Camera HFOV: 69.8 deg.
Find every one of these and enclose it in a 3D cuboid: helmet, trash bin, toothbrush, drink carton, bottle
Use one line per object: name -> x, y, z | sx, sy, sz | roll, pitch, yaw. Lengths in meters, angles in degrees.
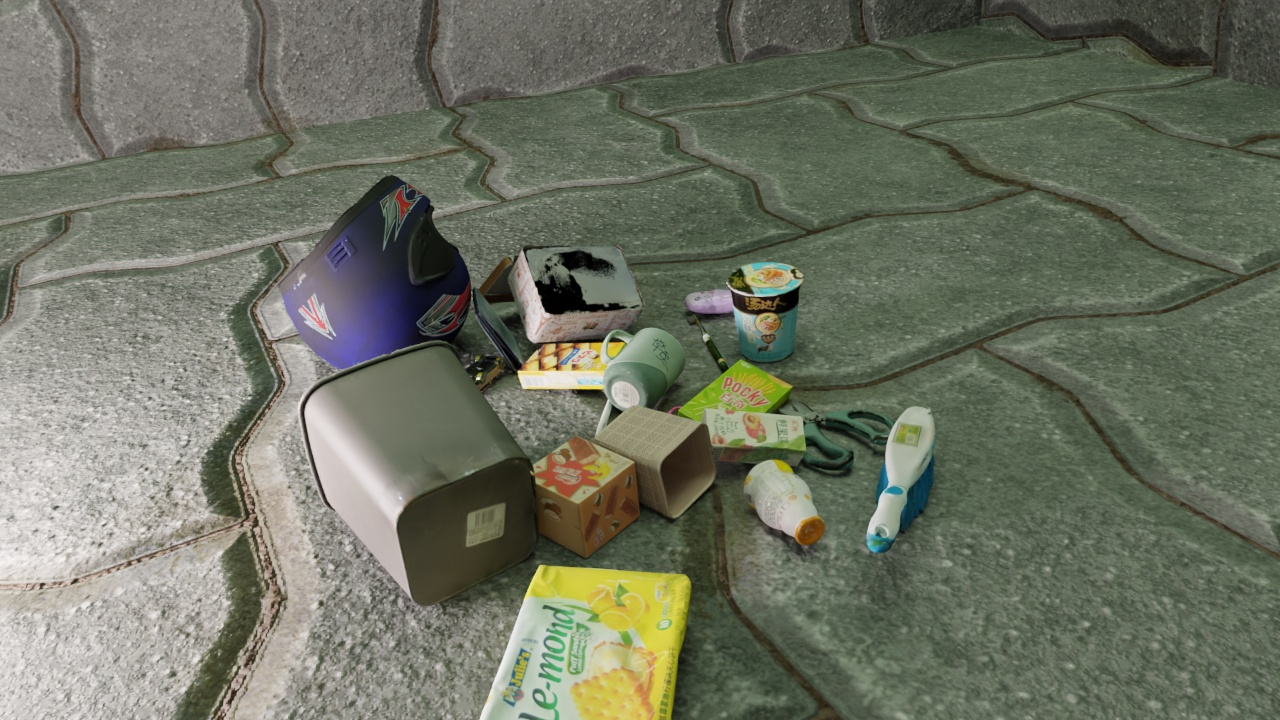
helmet -> -0.373, -0.112, 1.377 | 0.248, 0.240, 0.314 | -34, 21, 33
trash bin -> -0.231, 0.124, 1.003 | 0.198, 0.199, 0.220 | -23, 40, -29
toothbrush -> 0.100, -0.028, 1.391 | 0.017, 0.012, 0.185 | -15, 30, -5
drink carton -> 0.133, 0.094, 1.102 | 0.122, 0.046, 0.053 | 5, 52, -7
bottle -> 0.158, 0.156, 0.998 | 0.063, 0.063, 0.108 | -15, 30, -16
toothbrush -> -0.046, 0.061, 1.252 | 0.016, 0.016, 0.179 | -7, 28, 12

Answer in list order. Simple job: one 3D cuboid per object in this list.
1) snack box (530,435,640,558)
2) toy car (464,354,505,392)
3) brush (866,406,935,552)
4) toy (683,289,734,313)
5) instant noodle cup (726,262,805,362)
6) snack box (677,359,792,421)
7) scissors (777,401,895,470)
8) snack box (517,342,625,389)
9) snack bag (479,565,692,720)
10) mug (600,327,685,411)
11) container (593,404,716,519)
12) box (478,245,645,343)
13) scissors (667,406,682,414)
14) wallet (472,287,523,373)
snack box -> -0.067, 0.151, 1.029 | 0.093, 0.077, 0.094 | 20, 38, 37
toy car -> -0.232, 0.020, 1.334 | 0.042, 0.035, 0.090 | 9, 32, 21
brush -> 0.271, 0.138, 0.965 | 0.061, 0.110, 0.313 | 10, 32, 20
toy -> 0.123, -0.094, 1.472 | 0.108, 0.039, 0.083 | -1, 13, 6
instant noodle cup -> 0.184, -0.066, 1.333 | 0.111, 0.121, 0.111 | -5, 29, 3
snack box -> 0.124, 0.058, 1.200 | 0.086, 0.026, 0.156 | 30, 42, 24
scissors -> 0.223, 0.091, 1.146 | 0.179, 0.019, 0.161 | 15, 39, 43
snack box -> -0.096, 0.008, 1.323 | 0.141, 0.034, 0.086 | 1, 29, 22
snack bag -> -0.041, 0.279, 0.805 | 0.158, 0.068, 0.245 | 1, 30, 10
mug -> -0.007, 0.007, 1.251 | 0.112, 0.082, 0.106 | 40, 43, 1
container -> 0.014, 0.113, 1.069 | 0.111, 0.090, 0.089 | 16, 43, 38
box -> -0.125, -0.087, 1.434 | 0.180, 0.157, 0.218 | -5, -19, -34
scissors -> 0.064, 0.103, 1.162 | 0.072, 0.017, 0.136 | 9, 35, 5
wallet -> -0.214, -0.046, 1.371 | 0.019, 0.121, 0.097 | -32, 31, 3
